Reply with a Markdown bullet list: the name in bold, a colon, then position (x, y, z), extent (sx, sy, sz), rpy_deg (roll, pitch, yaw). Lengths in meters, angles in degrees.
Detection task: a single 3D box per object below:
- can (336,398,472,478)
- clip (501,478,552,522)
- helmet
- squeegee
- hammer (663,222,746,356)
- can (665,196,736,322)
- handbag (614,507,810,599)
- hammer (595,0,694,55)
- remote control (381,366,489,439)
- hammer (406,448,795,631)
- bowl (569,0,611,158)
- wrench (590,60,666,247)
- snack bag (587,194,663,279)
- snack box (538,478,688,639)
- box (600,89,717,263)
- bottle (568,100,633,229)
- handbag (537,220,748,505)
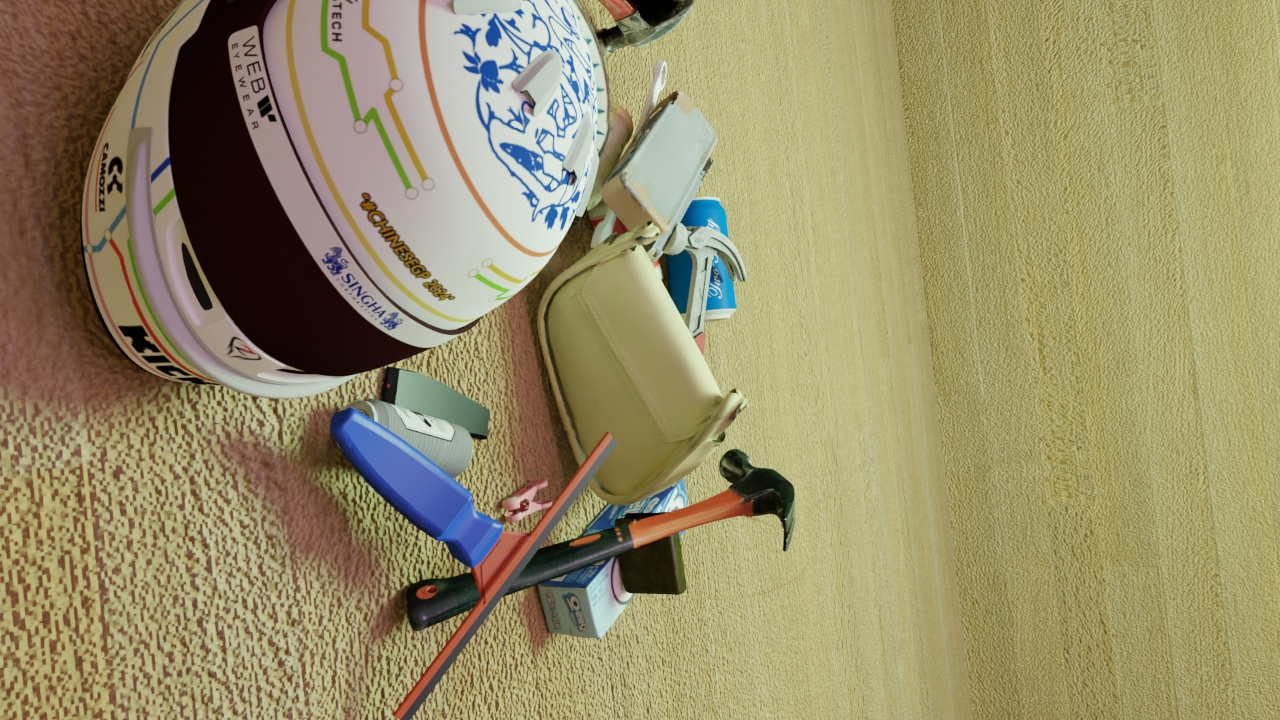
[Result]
- **can**: position (-0.170, 0.059, 0.671), extent (0.106, 0.044, 0.044), rpy_deg (28, 60, -57)
- **clip**: position (-0.100, 0.130, 0.813), extent (0.058, 0.022, 0.037), rpy_deg (-20, 105, -56)
- **helmet**: position (-0.143, -0.129, 0.528), extent (0.231, 0.236, 0.313), rpy_deg (57, 35, -48)
- **squeegee**: position (-0.143, 0.095, 0.626), extent (0.249, 0.055, 0.185), rpy_deg (-52, 129, -20)
- **hammer**: position (0.054, 0.009, 1.040), extent (0.126, 0.036, 0.315), rpy_deg (8, 91, -42)
- **can**: position (0.071, -0.120, 1.123), extent (0.078, 0.079, 0.146), rpy_deg (-4, 88, -62)
- **handbag**: position (0.064, 0.171, 0.815), extent (0.027, 0.178, 0.084), rpy_deg (-16, 99, -61)
- **hammer**: position (-0.076, -0.403, 0.888), extent (0.325, 0.141, 0.036), rpy_deg (21, 65, -50)
- **remote control**: position (-0.159, 0.037, 0.732), extent (0.124, 0.010, 0.039), rpy_deg (32, 57, -57)
- **hammer**: position (-0.023, 0.147, 0.734), extent (0.332, 0.133, 0.033), rpy_deg (-14, 113, -22)
- **bowl**: position (-0.100, -0.257, 0.841), extent (0.177, 0.071, 0.177), rpy_deg (19, 68, -59)
- **wrench**: position (-0.010, -0.210, 0.960), extent (0.047, 0.009, 0.272), rpy_deg (79, 25, -62)
- **snack bag**: position (-0.015, -0.128, 1.009), extent (0.076, 0.036, 0.116), rpy_deg (-46, 124, -55)
- **snack box**: position (-0.019, 0.187, 0.911), extent (0.225, 0.059, 0.059), rpy_deg (-39, 121, -58)
- **box**: position (0.010, -0.182, 0.948), extent (0.105, 0.096, 0.215), rpy_deg (53, 38, -23)
- **bottle**: position (-0.054, -0.198, 0.930), extent (0.056, 0.057, 0.161), rpy_deg (59, 36, -37)
- **handbag**: position (-0.005, 0.005, 0.864), extent (0.088, 0.191, 0.233), rpy_deg (-24, 86, -57)
